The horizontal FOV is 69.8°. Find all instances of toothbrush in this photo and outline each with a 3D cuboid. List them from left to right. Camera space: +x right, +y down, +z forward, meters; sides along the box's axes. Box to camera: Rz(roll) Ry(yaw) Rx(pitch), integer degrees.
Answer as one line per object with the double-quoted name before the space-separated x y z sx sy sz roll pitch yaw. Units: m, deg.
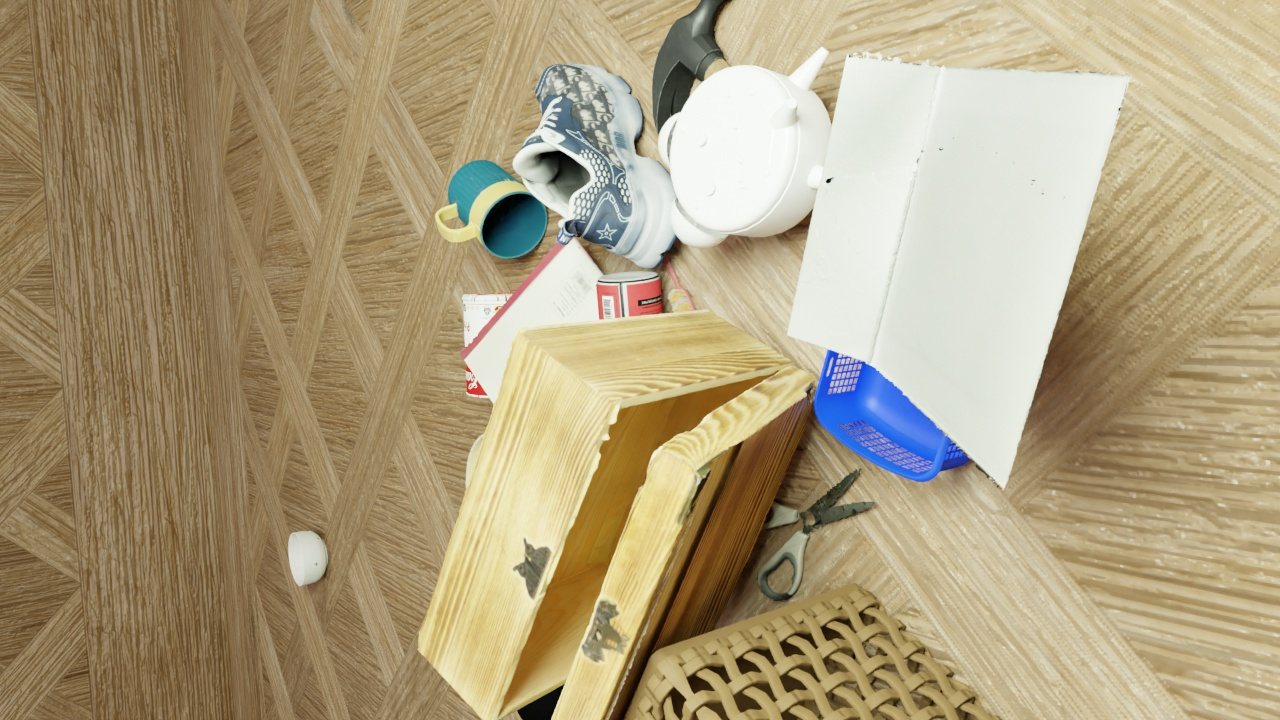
"toothbrush" 0.013 -0.116 0.895 0.015 0.015 0.184 -45 58 43

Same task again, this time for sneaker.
"sneaker" -0.067 -0.201 0.885 0.103 0.132 0.269 -56 46 40

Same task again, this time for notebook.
"notebook" -0.096 -0.013 0.981 0.209 0.012 0.153 -43 75 29

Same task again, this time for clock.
"clock" 0.076 -0.159 0.705 0.161 0.072 0.125 -17 78 46

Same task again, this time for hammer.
"hammer" 0.106 -0.179 0.750 0.305 0.040 0.133 57 132 30

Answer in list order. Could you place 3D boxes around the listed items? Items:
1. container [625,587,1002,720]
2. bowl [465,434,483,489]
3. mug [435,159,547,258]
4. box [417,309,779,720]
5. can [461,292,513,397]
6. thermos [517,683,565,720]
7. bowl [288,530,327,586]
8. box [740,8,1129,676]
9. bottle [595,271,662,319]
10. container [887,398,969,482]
"container" 0.116 0.341 0.650 0.214 0.219 0.252 44 127 40
"bowl" -0.138 0.155 1.079 0.151 0.075 0.151 11 104 52
"mug" -0.182 -0.173 1.063 0.107 0.113 0.083 46 151 41
"box" -0.001 0.122 0.694 0.168 0.244 0.280 31 114 27
"can" -0.164 -0.020 1.080 0.087 0.086 0.116 8 101 52
"thermos" -0.051 0.359 0.982 0.199 0.086 0.086 -21 77 52
"bowl" -0.647 0.384 1.795 0.105 0.054 0.105 12 105 53
"box" 0.129 -0.056 0.428 0.119 0.477 0.166 13 109 12
"bottle" -0.005 0.005 0.889 0.062 0.062 0.177 12 111 51
"container" 0.188 0.023 0.647 0.114 0.058 0.096 34 120 46
